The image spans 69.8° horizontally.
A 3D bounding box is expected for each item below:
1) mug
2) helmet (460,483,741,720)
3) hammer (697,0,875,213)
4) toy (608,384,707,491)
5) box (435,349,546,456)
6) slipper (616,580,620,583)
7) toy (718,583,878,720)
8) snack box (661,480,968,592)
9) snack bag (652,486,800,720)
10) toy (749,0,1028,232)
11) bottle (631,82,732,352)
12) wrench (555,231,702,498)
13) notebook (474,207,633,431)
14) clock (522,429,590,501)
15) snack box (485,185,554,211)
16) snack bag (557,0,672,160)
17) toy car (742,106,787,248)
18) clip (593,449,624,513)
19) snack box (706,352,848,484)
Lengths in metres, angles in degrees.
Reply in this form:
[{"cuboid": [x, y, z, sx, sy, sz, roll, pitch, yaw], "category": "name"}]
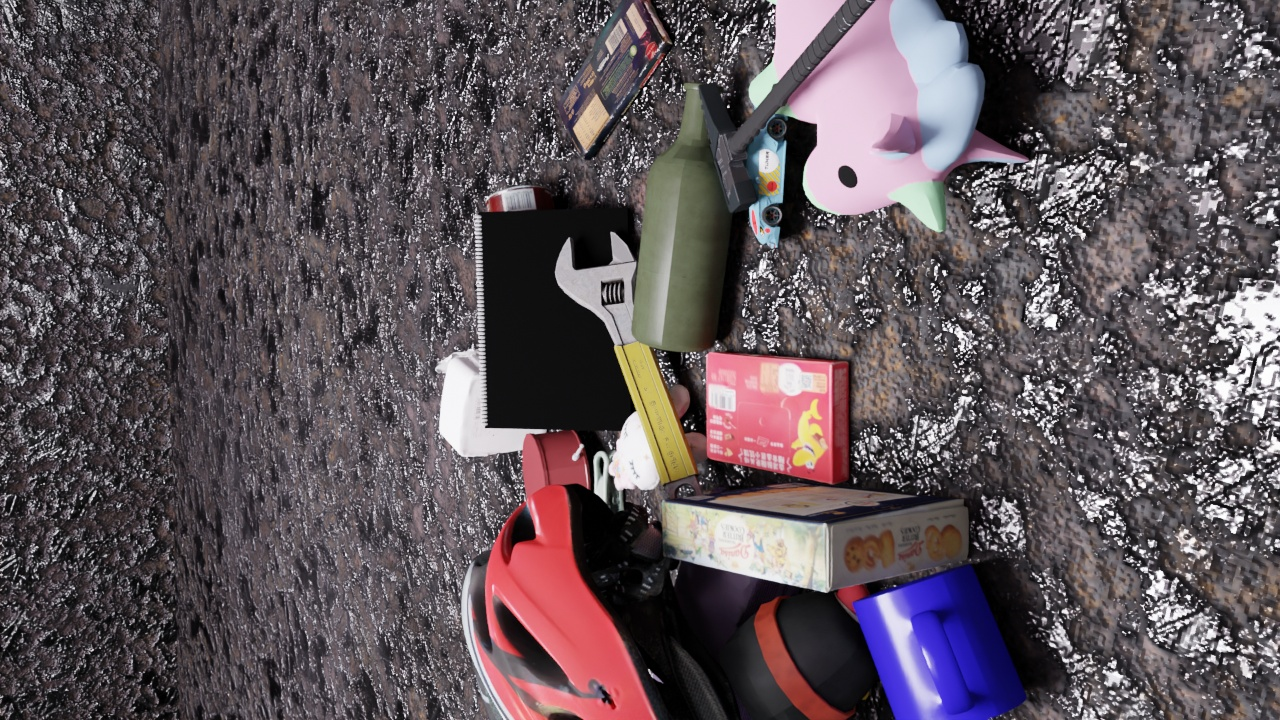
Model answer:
[{"cuboid": [0.182, 0.177, 0.561, 0.079, 0.111, 0.083, -22, 73, 11], "category": "mug"}, {"cuboid": [-0.020, 0.213, 0.634, 0.167, 0.217, 0.272, -37, 56, 4], "category": "helmet"}, {"cuboid": [0.092, -0.174, 0.520, 0.325, 0.015, 0.095, 149, 105, -76], "category": "hammer"}, {"cuboid": [0.007, 0.078, 0.820, 0.126, 0.037, 0.075, -36, 58, 39], "category": "toy"}, {"cuboid": [-0.171, 0.028, 0.983, 0.130, 0.109, 0.103, 30, 116, 45], "category": "box"}, {"cuboid": [-0.095, 0.252, 0.921, 0.277, 0.069, 0.116, -30, 66, 59], "category": "slipper"}, {"cuboid": [0.122, 0.212, 0.653, 0.119, 0.099, 0.097, -40, 16, 21], "category": "toy"}, {"cuboid": [0.113, 0.111, 0.608, 0.145, 0.144, 0.042, -1, 90, 51], "category": "snack box"}, {"cuboid": [0.064, 0.216, 0.750, 0.096, 0.058, 0.206, 33, 118, 44], "category": "snack bag"}, {"cuboid": [0.144, -0.193, 0.571, 0.171, 0.120, 0.222, 15, 107, 60], "category": "toy"}, {"cuboid": [0.038, -0.113, 0.734, 0.071, 0.071, 0.207, 23, 112, 48], "category": "bottle"}, {"cuboid": [-0.005, 0.005, 0.793, 0.084, 0.018, 0.273, -21, 70, 5], "category": "wrench"}, {"cuboid": [-0.082, -0.037, 0.866, 0.149, 0.016, 0.207, 0, 96, 12], "category": "notebook"}, {"cuboid": [-0.086, 0.125, 0.917, 0.096, 0.048, 0.138, -126, 35, -55], "category": "clock"}, {"cuboid": [-0.112, -0.107, 0.923, 0.072, 0.072, 0.121, -21, 77, 50], "category": "snack box"}, {"cuboid": [-0.028, -0.261, 0.841, 0.156, 0.018, 0.074, -46, 59, 44], "category": "snack bag"}, {"cuboid": [0.089, -0.138, 0.681, 0.060, 0.027, 0.108, -106, 18, -80], "category": "toy car"}, {"cuboid": [-0.031, 0.124, 0.882, 0.023, 0.047, 0.076, 3, 93, 49], "category": "clip"}, {"cuboid": [0.102, 0.041, 0.711, 0.133, 0.021, 0.089, 6, 99, 51], "category": "snack box"}]
